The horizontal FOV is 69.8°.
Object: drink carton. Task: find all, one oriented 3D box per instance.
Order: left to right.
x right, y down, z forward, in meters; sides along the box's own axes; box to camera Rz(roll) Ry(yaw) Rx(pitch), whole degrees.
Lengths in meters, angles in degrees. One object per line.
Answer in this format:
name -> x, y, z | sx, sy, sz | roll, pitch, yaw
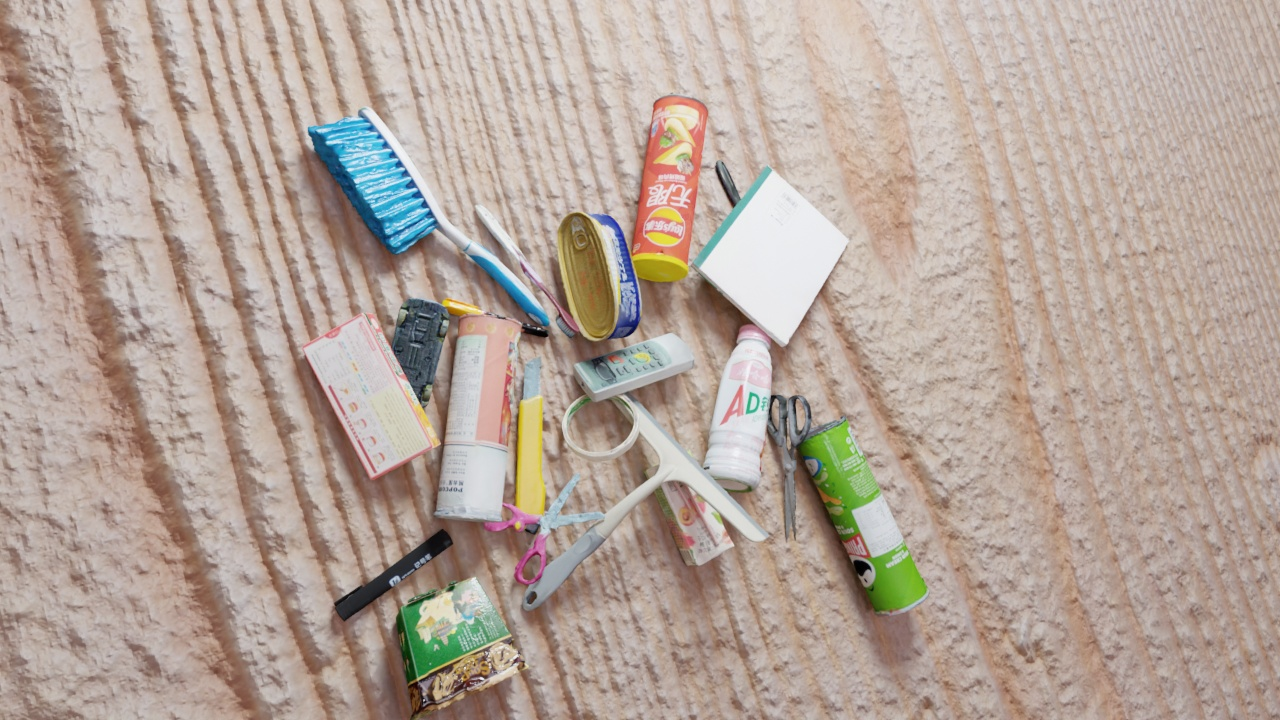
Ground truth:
drink carton -> 0.055, 0.168, 1.045 | 0.053, 0.046, 0.122 | -24, 88, -21

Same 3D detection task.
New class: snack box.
snack box -> -0.277, 0.037, 0.943 | 0.077, 0.027, 0.156 | -27, 90, 8
snack box -> -0.186, 0.282, 0.912 | 0.118, 0.118, 0.105 | -17, 74, -24

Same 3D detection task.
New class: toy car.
toy car -> -0.240, -0.007, 0.978 | 0.054, 0.037, 0.120 | 13, 86, -15

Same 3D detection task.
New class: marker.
marker -> -0.252, 0.218, 0.941 | 0.131, 0.020, 0.022 | -35, 64, -21
marker -> -0.161, -0.046, 1.023 | 0.123, 0.018, 0.015 | 16, 67, -17

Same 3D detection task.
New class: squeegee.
squeegee -> -0.036, 0.179, 0.986 | 0.246, 0.039, 0.246 | -41, 66, -7

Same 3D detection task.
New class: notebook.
notebook -> 0.167, -0.134, 1.137 | 0.150, 0.012, 0.208 | 41, 57, -7

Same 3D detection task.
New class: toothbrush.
toothbrush -> -0.130, -0.101, 1.037 | 0.187, 0.017, 0.016 | 51, 34, 5
toothbrush -> 0.136, -0.171, 1.155 | 0.015, 0.018, 0.181 | -24, 87, -19

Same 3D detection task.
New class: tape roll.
tape roll -> -0.044, 0.072, 1.020 | 0.086, 0.014, 0.085 | -4, 55, 5

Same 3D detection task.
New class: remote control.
remote control -> -0.006, 0.006, 1.052 | 0.135, 0.019, 0.056 | -18, 44, -21

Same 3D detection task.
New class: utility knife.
utility knife -> -0.120, 0.092, 1.011 | 0.033, 0.015, 0.197 | 4, 81, -18

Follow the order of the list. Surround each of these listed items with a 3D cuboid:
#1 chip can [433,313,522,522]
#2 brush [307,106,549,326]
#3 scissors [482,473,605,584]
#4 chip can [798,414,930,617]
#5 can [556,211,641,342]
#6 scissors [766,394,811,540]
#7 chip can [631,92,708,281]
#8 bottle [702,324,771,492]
chip can -> -0.171, 0.061, 0.971 | 0.071, 0.071, 0.214 | 8, 77, -18
brush -> -0.227, -0.143, 1.002 | 0.109, 0.061, 0.314 | -36, 96, -25
scissors -> -0.102, 0.181, 0.975 | 0.133, 0.017, 0.124 | -7, 79, 7
chip can -> 0.265, 0.185, 1.103 | 0.072, 0.072, 0.236 | -24, 89, -22
can -> -0.046, -0.095, 1.037 | 0.049, 0.075, 0.148 | -9, 83, -50
scissors -> 0.182, 0.125, 1.088 | 0.014, 0.141, 0.173 | -1, 55, -36
chip can -> 0.035, -0.205, 1.094 | 0.073, 0.073, 0.216 | 13, 76, -17
bottle -> 0.120, 0.053, 1.080 | 0.068, 0.068, 0.196 | 18, 69, -16
